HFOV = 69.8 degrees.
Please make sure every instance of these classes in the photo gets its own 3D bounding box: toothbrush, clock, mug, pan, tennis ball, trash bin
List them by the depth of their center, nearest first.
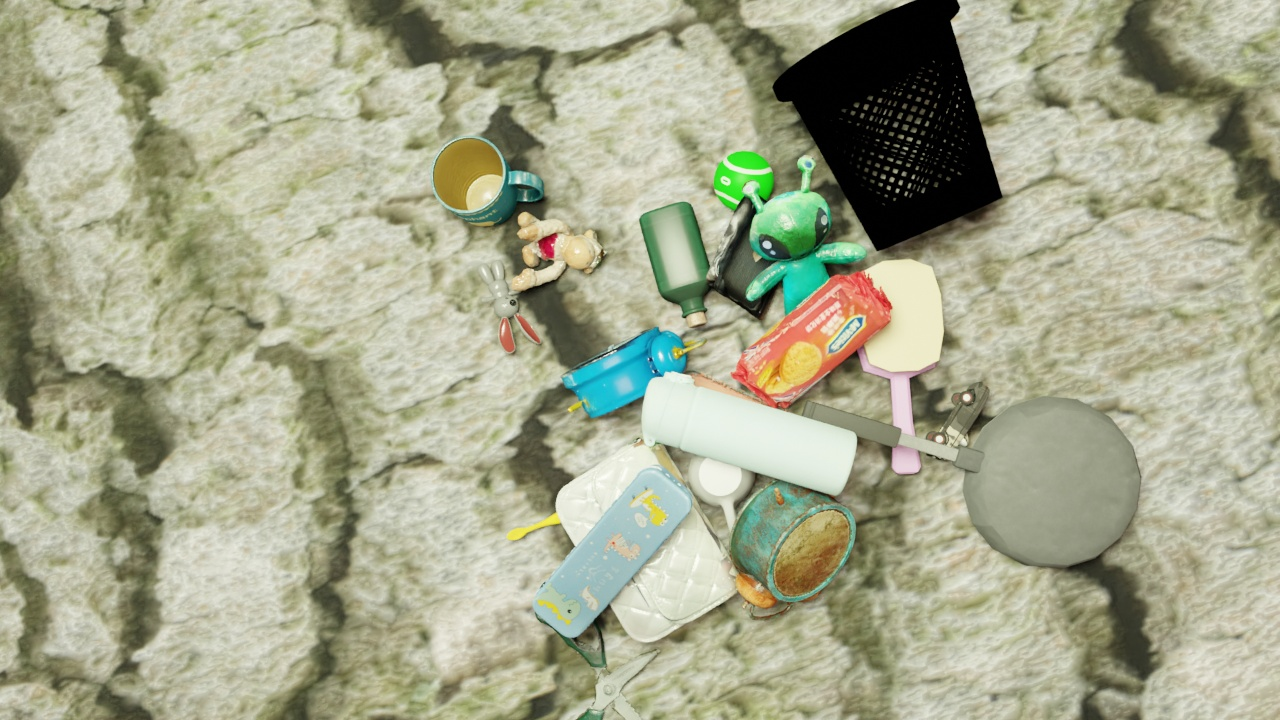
[{"bbox_3d":[0.334,0.101,0.921,0.357,0.041,0.178,17,94,-3],"label":"pan"},{"bbox_3d":[0.265,-0.230,0.936,0.195,0.195,0.199,-24,92,4],"label":"trash bin"},{"bbox_3d":[0.147,0.194,0.937,0.073,0.121,0.158,36,117,49],"label":"clock"},{"bbox_3d":[0.089,0.136,0.959,0.071,0.089,0.107,-13,83,5],"label":"mug"},{"bbox_3d":[-0.006,0.006,0.972,0.161,0.116,0.060,-25,93,8],"label":"clock"},{"bbox_3d":[0.112,-0.195,1.001,0.065,0.065,0.065,-1,84,7],"label":"tennis ball"},{"bbox_3d":[-0.084,0.171,1.015,0.135,0.016,0.021,-21,80,0],"label":"toothbrush"},{"bbox_3d":[-0.163,-0.191,1.015,0.112,0.104,0.084,0,84,4],"label":"mug"}]

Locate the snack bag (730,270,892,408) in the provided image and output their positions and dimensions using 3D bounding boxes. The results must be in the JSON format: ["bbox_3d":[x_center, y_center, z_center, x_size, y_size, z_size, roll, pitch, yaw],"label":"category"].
[{"bbox_3d":[0.180,-0.022,0.948,0.177,0.082,0.082,-42,81,23],"label":"snack bag"}]

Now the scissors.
[{"bbox_3d":[-0.078,0.350,0.997,0.202,0.015,0.202,-40,80,2],"label":"scissors"}]

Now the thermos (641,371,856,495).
[{"bbox_3d":[0.101,0.071,0.894,0.207,0.065,0.078,17,93,5],"label":"thermos"}]

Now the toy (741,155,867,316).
[{"bbox_3d":[0.164,-0.111,0.960,0.131,0.072,0.193,-19,121,5],"label":"toy"}]

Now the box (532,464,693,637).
[{"bbox_3d":[-0.030,0.194,0.916,0.066,0.037,0.210,42,109,7],"label":"box"}]

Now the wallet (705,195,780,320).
[{"bbox_3d":[0.122,-0.112,0.987,0.026,0.089,0.115,21,85,51],"label":"wallet"}]

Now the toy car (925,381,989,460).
[{"bbox_3d":[0.334,0.065,0.961,0.037,0.040,0.092,33,89,7],"label":"toy car"}]

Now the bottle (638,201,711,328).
[{"bbox_3d":[0.045,-0.100,1.002,0.061,0.061,0.131,-16,83,7],"label":"bottle"}]

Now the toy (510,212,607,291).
[{"bbox_3d":[-0.089,-0.117,1.023,0.106,0.074,0.085,4,117,-13],"label":"toy"}]

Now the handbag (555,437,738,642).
[{"bbox_3d":[0.006,0.190,0.966,0.139,0.072,0.195,-32,87,1],"label":"handbag"}]

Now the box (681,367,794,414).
[{"bbox_3d":[0.119,0.067,0.983,0.187,0.085,0.048,24,116,7],"label":"box"}]

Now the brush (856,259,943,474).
[{"bbox_3d":[0.276,0.006,0.973,0.089,0.043,0.228,-3,84,7],"label":"brush"}]

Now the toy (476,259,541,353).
[{"bbox_3d":[-0.152,-0.061,1.038,0.049,0.030,0.111,-19,79,-24],"label":"toy"}]
